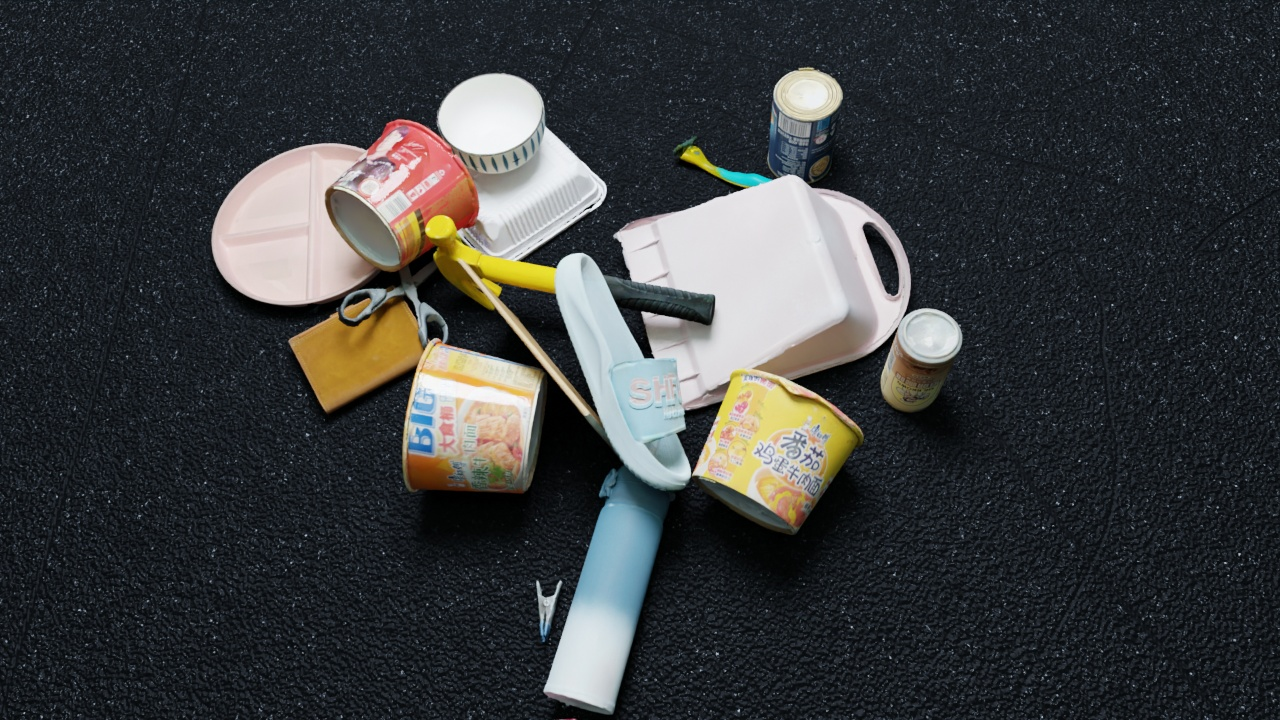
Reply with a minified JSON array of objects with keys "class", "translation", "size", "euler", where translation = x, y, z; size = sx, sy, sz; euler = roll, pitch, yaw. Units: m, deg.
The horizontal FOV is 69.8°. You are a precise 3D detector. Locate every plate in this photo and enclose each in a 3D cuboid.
[{"class":"plate","translation":[-0.384,-0.158,1.076],"size":[0.229,0.028,0.229],"euler":[-2,62,4]}]

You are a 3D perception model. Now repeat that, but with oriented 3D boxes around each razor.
[{"class":"razor","translation":[0.103,-0.224,1.072],"size":[0.132,0.028,0.043],"euler":[27,36,20]}]

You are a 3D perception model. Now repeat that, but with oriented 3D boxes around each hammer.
[{"class":"hammer","translation":[-0.071,-0.079,0.950],"size":[0.301,0.129,0.032],"euler":[11,64,12]}]

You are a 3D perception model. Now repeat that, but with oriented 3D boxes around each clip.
[{"class":"clip","translation":[-0.086,0.232,0.853],"size":[0.027,0.024,0.056],"euler":[1,56,1]}]

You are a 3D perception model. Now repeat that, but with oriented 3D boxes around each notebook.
[{"class":"notebook","translation":[-0.093,0.002,0.901],"size":[0.012,0.149,0.211],"euler":[-40,66,-3]}]

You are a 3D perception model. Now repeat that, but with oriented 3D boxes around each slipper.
[{"class":"slipper","translation":[-0.005,0.005,0.856],"size":[0.074,0.104,0.245],"euler":[-27,80,17]}]

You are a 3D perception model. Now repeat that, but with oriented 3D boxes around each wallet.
[{"class":"wallet","translation":[-0.305,-0.020,0.994],"size":[0.130,0.035,0.119],"euler":[-30,64,-12]}]

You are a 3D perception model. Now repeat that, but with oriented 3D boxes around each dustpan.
[{"class":"dustpan","translation":[0.140,-0.075,0.985],"size":[0.274,0.138,0.222],"euler":[-20,72,23]}]

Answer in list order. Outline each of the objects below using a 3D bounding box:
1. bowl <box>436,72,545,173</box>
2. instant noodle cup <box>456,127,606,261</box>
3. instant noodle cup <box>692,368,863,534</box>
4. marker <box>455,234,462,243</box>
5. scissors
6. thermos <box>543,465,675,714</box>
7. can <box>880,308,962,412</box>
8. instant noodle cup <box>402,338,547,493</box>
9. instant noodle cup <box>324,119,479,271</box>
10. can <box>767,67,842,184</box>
[{"class":"bowl","translation":[-0.161,-0.253,1.019],"size":[0.116,0.066,0.116],"euler":[-2,64,3]},{"class":"instant noodle cup","translation":[-0.141,-0.201,1.062],"size":[0.173,0.060,0.138],"euler":[-37,66,-13]},{"class":"instant noodle cup","translation":[0.119,0.088,0.853],"size":[0.138,0.138,0.109],"euler":[27,75,17]},{"class":"marker","translation":[-0.245,-0.170,1.076],"size":[0.018,0.015,0.124],"euler":[-12,50,-46]},{"class":"scissors","translation":[-0.258,-0.079,1.001],"size":[0.159,0.014,0.180],"euler":[-11,60,-35]},{"class":"thermos","translation":[-0.027,0.204,0.839],"size":[0.070,0.070,0.220],"euler":[12,64,10]},{"class":"can","translation":[0.270,0.002,0.890],"size":[0.058,0.116,0.058],"euler":[-2,62,4]},{"class":"instant noodle cup","translation":[-0.154,0.060,0.884],"size":[0.111,0.152,0.151],"euler":[9,63,0]},{"class":"instant noodle cup","translation":[-0.259,-0.170,0.976],"size":[0.138,0.138,0.108],"euler":[29,56,18]},{"class":"can","translation":[0.185,-0.264,1.039],"size":[0.075,0.111,0.075],"euler":[-2,62,3]}]
